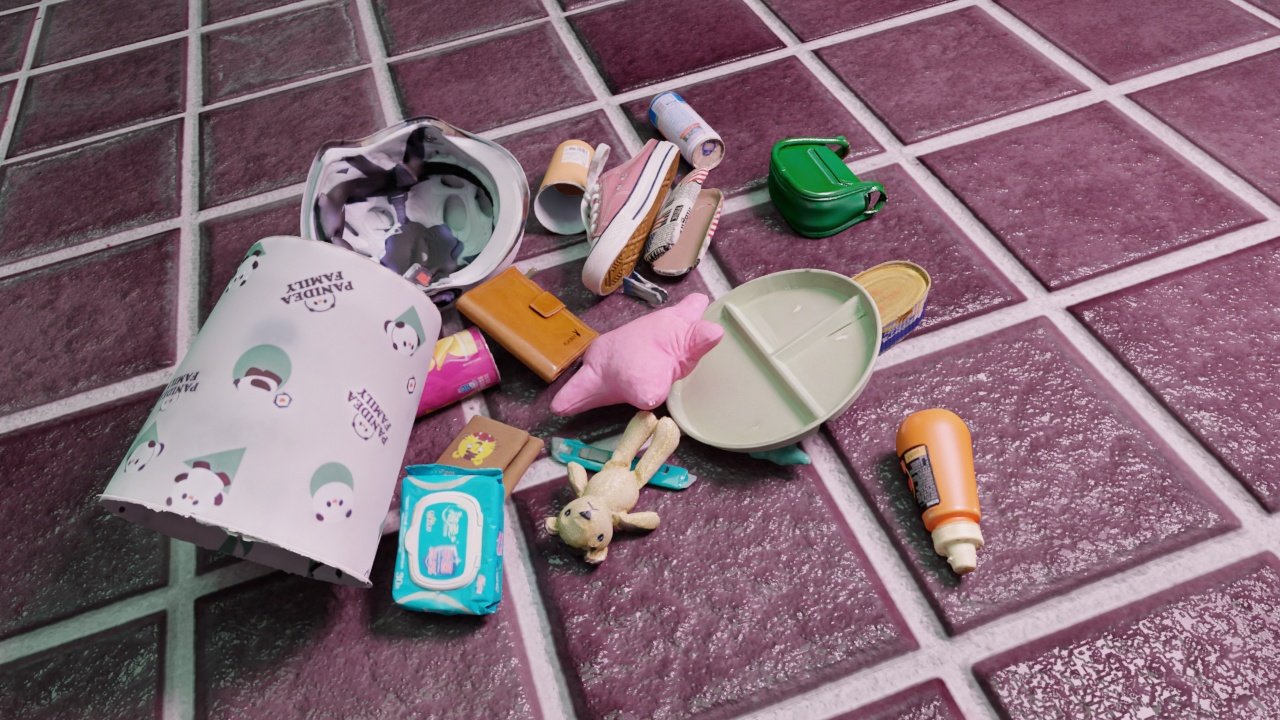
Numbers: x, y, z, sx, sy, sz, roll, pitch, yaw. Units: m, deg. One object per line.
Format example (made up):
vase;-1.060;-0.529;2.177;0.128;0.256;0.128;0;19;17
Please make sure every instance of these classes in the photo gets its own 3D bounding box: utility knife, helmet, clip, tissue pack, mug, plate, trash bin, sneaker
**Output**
utility knife;-0.021;0.101;0.903;0.158;0.013;0.029;11;58;18
helmet;-0.252;-0.149;1.069;0.258;0.146;0.228;-11;72;-4
clip;0.006;-0.082;1.061;0.058;0.026;0.038;29;50;30
tissue pack;-0.169;0.159;0.819;0.093;0.050;0.133;-2;73;6
mug;-0.090;-0.229;1.179;0.078;0.078;0.122;-2;43;6
plate;0.130;-0.001;0.918;0.231;0.027;0.229;-21;41;19
trash bin;-0.302;0.045;0.806;0.230;0.230;0.251;9;67;17
sneaker;-0.029;-0.180;1.095;0.088;0.118;0.240;20;58;8

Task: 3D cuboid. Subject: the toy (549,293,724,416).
toy;-0.005;0.005;0.920;0.195;0.074;0.178;-27;22;10

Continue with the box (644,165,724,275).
box;0.045;-0.175;1.102;0.075;0.082;0.163;0;48;29

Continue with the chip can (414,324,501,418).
chip can;-0.256;0.034;0.962;0.210;0.071;0.071;-24;49;-13

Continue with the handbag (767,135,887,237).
handbag;0.223;-0.220;1.124;0.120;0.068;0.131;-18;48;-9

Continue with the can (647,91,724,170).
can;0.062;-0.311;1.242;0.053;0.053;0.134;-23;48;-12

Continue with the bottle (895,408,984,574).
bottle;0.271;0.117;0.815;0.067;0.067;0.149;-5;55;4

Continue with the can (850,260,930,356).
can;0.243;-0.049;0.976;0.148;0.049;0.074;-32;51;-20

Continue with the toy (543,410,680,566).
toy;-0.021;0.114;0.856;0.105;0.066;0.157;32;66;12

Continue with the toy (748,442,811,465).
toy;0.132;0.065;0.904;0.097;0.030;0.091;8;44;25

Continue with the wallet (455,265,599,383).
wallet;-0.118;-0.044;0.999;0.130;0.035;0.118;38;40;5

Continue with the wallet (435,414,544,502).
wallet;-0.160;0.109;0.907;0.090;0.033;0.115;16;49;23
